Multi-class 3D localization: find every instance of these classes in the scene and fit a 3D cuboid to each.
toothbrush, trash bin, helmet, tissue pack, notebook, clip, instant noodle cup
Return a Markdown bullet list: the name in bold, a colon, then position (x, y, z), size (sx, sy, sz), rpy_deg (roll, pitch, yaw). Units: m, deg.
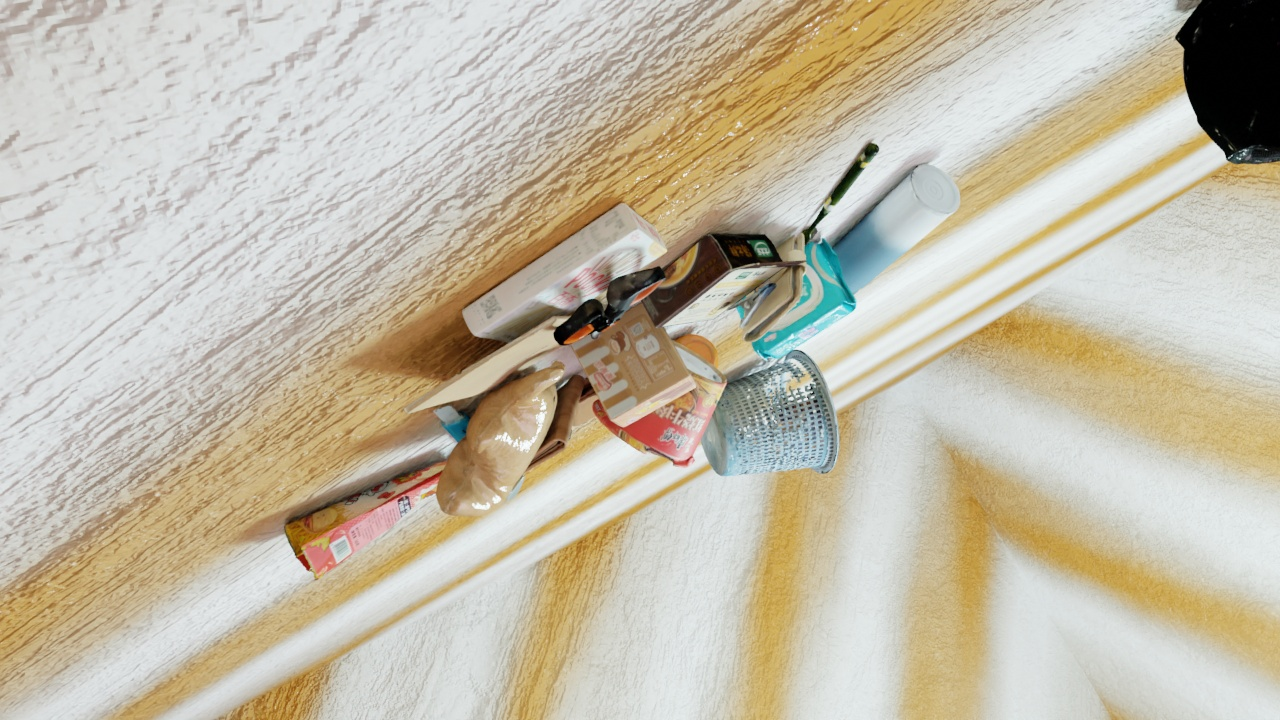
- **toothbrush**: position (0.198, -0.164, 0.925), size (0.017, 0.012, 0.186), rpy_deg (-30, 168, -20)
- **trash bin**: position (0.211, 0.109, 1.612), size (0.195, 0.226, 0.227), rpy_deg (-12, 163, -13)
- **helmet**: position (0.654, -0.305, 0.857), size (0.233, 0.230, 0.276), rpy_deg (-11, 151, -35)
- **tissue pack**: position (0.179, -0.070, 1.059), size (0.134, 0.093, 0.050), rpy_deg (-33, 150, 19)
- **notebook**: position (-0.112, -0.002, 0.824), size (0.148, 0.008, 0.207), rpy_deg (-31, 178, 9)
- **clip**: position (0.114, -0.058, 0.926), size (0.056, 0.026, 0.024), rpy_deg (-40, 169, 25)
- **instant noodle cup**: position (0.027, 0.041, 1.068), size (0.109, 0.138, 0.137), rpy_deg (-60, 158, 12)

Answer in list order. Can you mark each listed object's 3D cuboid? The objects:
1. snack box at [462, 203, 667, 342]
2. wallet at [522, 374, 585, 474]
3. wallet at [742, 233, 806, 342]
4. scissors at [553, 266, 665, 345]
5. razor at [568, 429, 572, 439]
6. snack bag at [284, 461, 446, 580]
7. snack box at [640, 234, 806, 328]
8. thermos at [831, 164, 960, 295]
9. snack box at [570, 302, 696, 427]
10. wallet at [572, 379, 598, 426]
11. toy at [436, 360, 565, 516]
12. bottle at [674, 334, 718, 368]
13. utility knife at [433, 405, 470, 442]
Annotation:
- **snack box**: position (-0.059, -0.065, 0.739), size (0.157, 0.027, 0.084), rpy_deg (-31, 167, 13)
- **wallet**: position (-0.111, 0.080, 1.070), size (0.116, 0.020, 0.101), rpy_deg (-36, -152, 38)
- **wallet**: position (0.141, -0.081, 0.963), size (0.087, 0.024, 0.114), rpy_deg (-40, -157, 37)
- **scissors**: position (-0.043, -0.033, 0.812), size (0.160, 0.021, 0.235), rpy_deg (-32, 178, -30)
- **razor**: position (-0.137, 0.117, 1.265), size (0.043, 0.028, 0.133), rpy_deg (11, 147, -22)
- **snack bag**: position (-0.306, 0.176, 1.082), size (0.207, 0.073, 0.129), rpy_deg (-28, 172, -28)
- **snack box**: position (0.080, -0.082, 0.902), size (0.126, 0.053, 0.113), rpy_deg (-38, 165, 32)
- **thermos**: position (0.276, -0.140, 1.068), size (0.070, 0.070, 0.221), rpy_deg (-21, 165, -30)
- **snack box**: position (-0.006, 0.006, 0.969), size (0.094, 0.092, 0.077), rpy_deg (-30, 167, 3)
- **wallet**: position (-0.045, 0.043, 1.173), size (0.107, 0.031, 0.132), rpy_deg (-24, 167, -13)
- **toy**: position (-0.136, 0.069, 0.963), size (0.226, 0.082, 0.143), rpy_deg (-58, 179, 28)
- **bottle**: position (0.055, 0.011, 1.199), size (0.066, 0.066, 0.150), rpy_deg (-25, 173, -15)
- **utility knife**: position (-0.197, 0.073, 1.003), size (0.034, 0.018, 0.203), rpy_deg (-27, 165, -6)
